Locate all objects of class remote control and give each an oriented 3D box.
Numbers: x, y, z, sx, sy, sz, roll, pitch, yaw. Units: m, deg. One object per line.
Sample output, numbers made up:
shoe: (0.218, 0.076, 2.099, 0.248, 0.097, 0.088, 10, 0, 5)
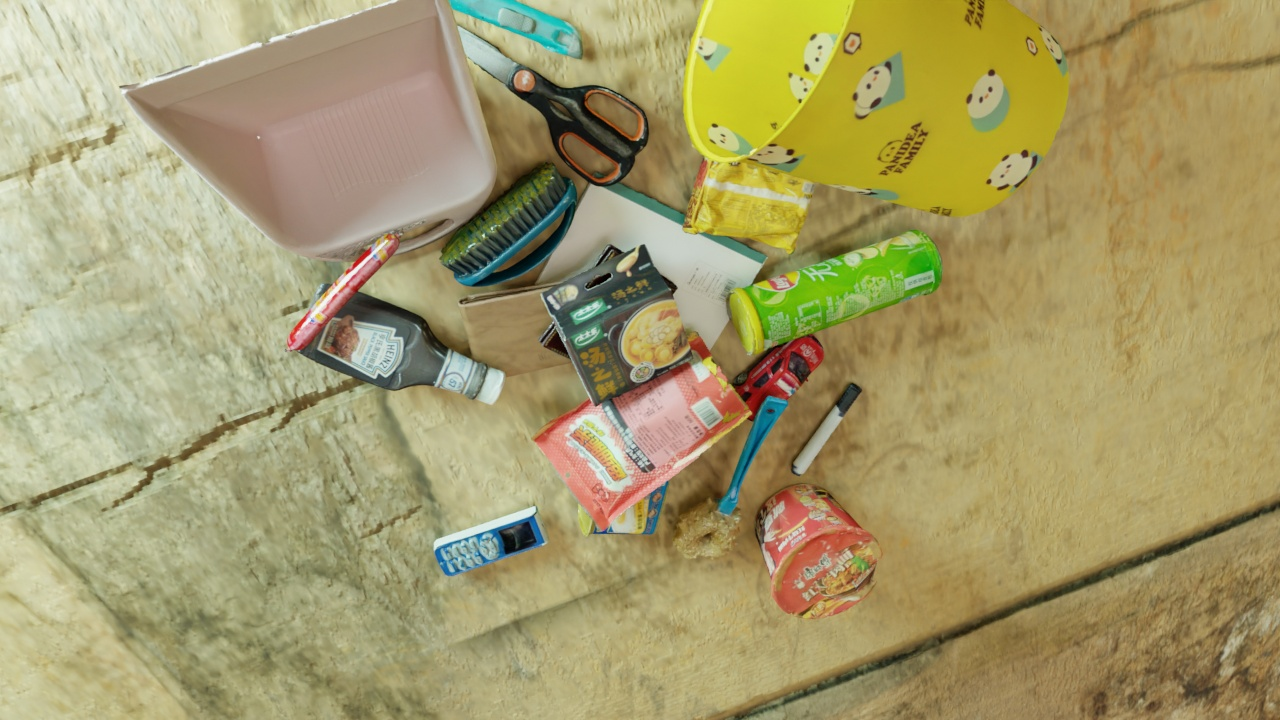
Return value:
remote control: (-0.170, 0.205, 1.044, 0.125, 0.024, 0.049, -17, 122, -4)

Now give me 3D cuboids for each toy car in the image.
toy car: (0.152, 0.019, 1.014, 0.053, 0.045, 0.121, 37, 102, -30)

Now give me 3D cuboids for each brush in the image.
brush: (-0.116, -0.118, 0.859, 0.144, 0.055, 0.073, -39, 129, 8)
brush: (0.107, 0.138, 1.049, 0.083, 0.045, 0.255, 14, 123, -12)

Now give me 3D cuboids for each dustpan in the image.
dustpan: (-0.219, -0.158, 0.725, 0.222, 0.273, 0.139, -19, 97, -1)

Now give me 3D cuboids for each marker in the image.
marker: (0.217, 0.083, 1.080, 0.018, 0.022, 0.131, 37, 108, 16)

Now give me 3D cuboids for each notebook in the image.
notebook: (0.009, -0.084, 0.936, 0.209, 0.012, 0.151, 22, 111, -24)

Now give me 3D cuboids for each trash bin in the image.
trash bin: (0.204, -0.245, 0.783, 0.255, 0.229, 0.230, 12, 115, -27)

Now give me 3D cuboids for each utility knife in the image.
utility knife: (-0.124, -0.297, 0.780, 0.171, 0.013, 0.029, 15, 112, -22)

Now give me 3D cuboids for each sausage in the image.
sausage: (-0.267, -0.062, 0.822, 0.156, 0.020, 0.020, -45, 120, 7)

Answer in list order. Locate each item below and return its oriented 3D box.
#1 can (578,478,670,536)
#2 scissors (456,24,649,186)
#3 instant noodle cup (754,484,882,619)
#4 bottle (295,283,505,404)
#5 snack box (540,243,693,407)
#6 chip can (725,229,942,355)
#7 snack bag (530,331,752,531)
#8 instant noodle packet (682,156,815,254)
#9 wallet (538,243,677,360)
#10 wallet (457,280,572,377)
can: (-0.019, 0.148, 1.034, 0.083, 0.057, 0.102, 5, 117, -20)
scissors: (-0.100, -0.228, 0.816, 0.234, 0.021, 0.125, 10, 107, -20)
instant noodle cup: (0.203, 0.223, 1.103, 0.137, 0.108, 0.138, -7, 120, -12)
bottle: (-0.226, -0.007, 0.886, 0.194, 0.044, 0.080, 22, 110, -18)
snack box: (-0.020, -0.031, 0.894, 0.113, 0.053, 0.126, -27, 136, -4)
chip can: (0.203, -0.073, 0.952, 0.221, 0.072, 0.073, -18, 122, -8)
snack bag: (0.004, 0.071, 0.959, 0.208, 0.073, 0.128, -36, 96, 2)
instant noodle packet: (0.114, -0.166, 0.900, 0.128, 0.044, 0.111, 8, 115, -21)
wallet: (-0.031, -0.046, 0.918, 0.096, 0.020, 0.122, 27, 108, -37)
wallet: (-0.116, -0.029, 0.920, 0.115, 0.020, 0.101, -12, 130, -5)
